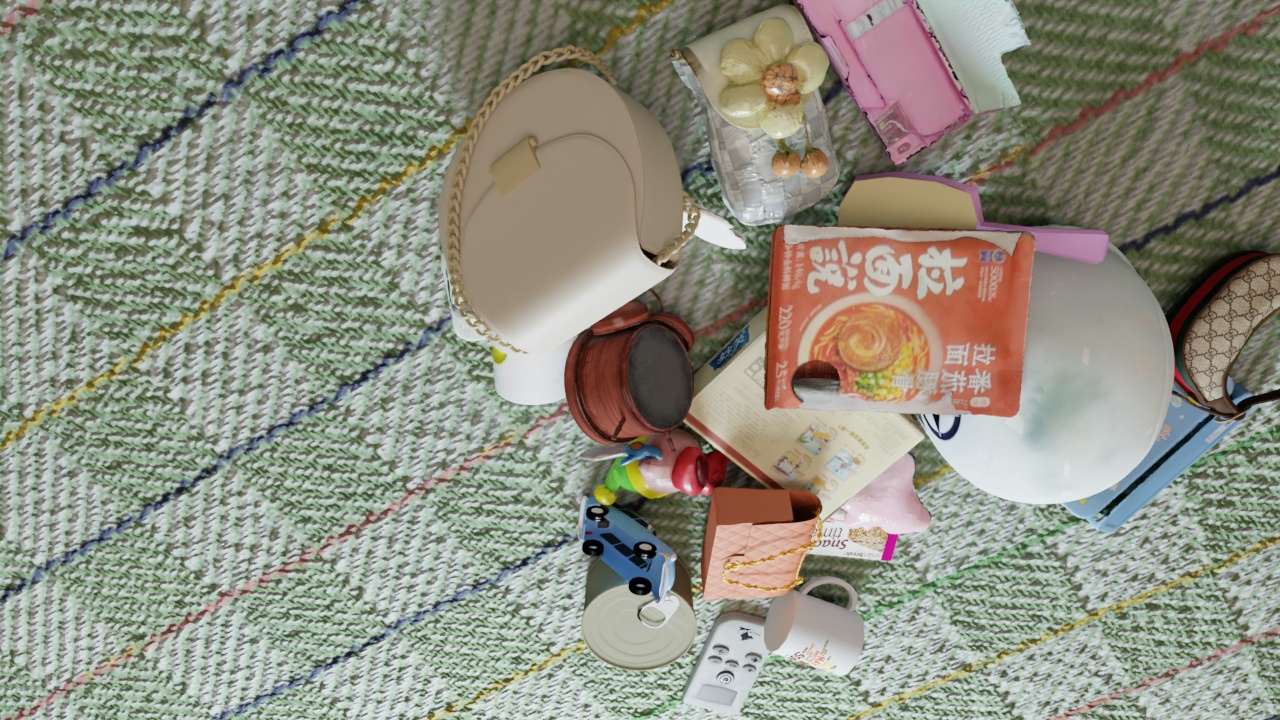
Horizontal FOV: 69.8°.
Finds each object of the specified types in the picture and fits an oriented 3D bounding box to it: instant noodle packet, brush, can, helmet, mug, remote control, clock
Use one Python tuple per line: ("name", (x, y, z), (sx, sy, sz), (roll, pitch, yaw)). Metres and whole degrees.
("instant noodle packet", (0.222, -0.035, 0.803), (0.221, 0.084, 0.164), (4, 99, 9))
("brush", (0.288, -0.113, 0.809), (0.229, 0.043, 0.089), (11, 107, 20))
("can", (-0.002, 0.278, 1.038), (0.128, 0.073, 0.128), (0, 117, 0))
("helmet", (0.386, 0.019, 0.859), (0.236, 0.163, 0.264), (2, 116, -3))
("mug", (0.205, 0.298, 1.054), (0.089, 0.073, 0.105), (22, 94, -11))
("mug", (-0.103, -0.022, 0.882), (0.082, 0.082, 0.106), (0, 118, 0))
("remote control", (0.109, 0.369, 1.115), (0.074, 0.019, 0.151), (16, 116, -8))
("clock", (-0.006, 0.005, 0.875), (0.072, 0.157, 0.120), (-8, 163, 40))

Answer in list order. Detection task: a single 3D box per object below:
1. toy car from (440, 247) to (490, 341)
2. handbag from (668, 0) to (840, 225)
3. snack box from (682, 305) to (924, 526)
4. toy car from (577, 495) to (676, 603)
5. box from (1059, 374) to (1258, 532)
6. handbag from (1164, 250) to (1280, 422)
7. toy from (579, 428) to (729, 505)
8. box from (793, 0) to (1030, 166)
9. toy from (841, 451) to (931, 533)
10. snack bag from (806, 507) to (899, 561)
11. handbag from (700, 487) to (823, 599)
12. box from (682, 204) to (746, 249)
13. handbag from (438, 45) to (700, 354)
("toy car", (-0.164, -0.065, 0.889), (0.048, 0.033, 0.105), (-5, 118, 1))
("handbag", (0.109, -0.197, 0.771), (0.112, 0.123, 0.171), (-25, 116, -5))
("snack box", (0.161, 0.055, 0.936), (0.207, 0.055, 0.153), (39, 110, -18))
("toy car", (-0.012, 0.195, 0.968), (0.054, 0.153, 0.056), (-8, 114, -38))
("box", (0.536, 0.094, 0.960), (0.120, 0.049, 0.210), (32, 111, -16))
("handbag", (0.582, -0.019, 0.877), (0.138, 0.063, 0.167), (37, 101, -3))
("toy", (0.010, 0.115, 0.944), (0.131, 0.124, 0.097), (10, 94, 26))
("box", (0.220, -0.290, 0.757), (0.159, 0.066, 0.230), (-21, 117, 37))
("toy", (0.261, 0.150, 0.986), (0.093, 0.050, 0.102), (-21, 106, 11))
("snack bag", (0.192, 0.191, 1.027), (0.196, 0.016, 0.070), (5, 118, -3))
("handbag", (0.126, 0.203, 0.974), (0.109, 0.060, 0.172), (-1, 141, -2))
("box", (0.014, -0.108, 0.809), (0.137, 0.143, 0.083), (-44, 132, 17))
("handbag", (-0.067, -0.127, 0.771), (0.211, 0.208, 0.103), (-31, 157, 26))
